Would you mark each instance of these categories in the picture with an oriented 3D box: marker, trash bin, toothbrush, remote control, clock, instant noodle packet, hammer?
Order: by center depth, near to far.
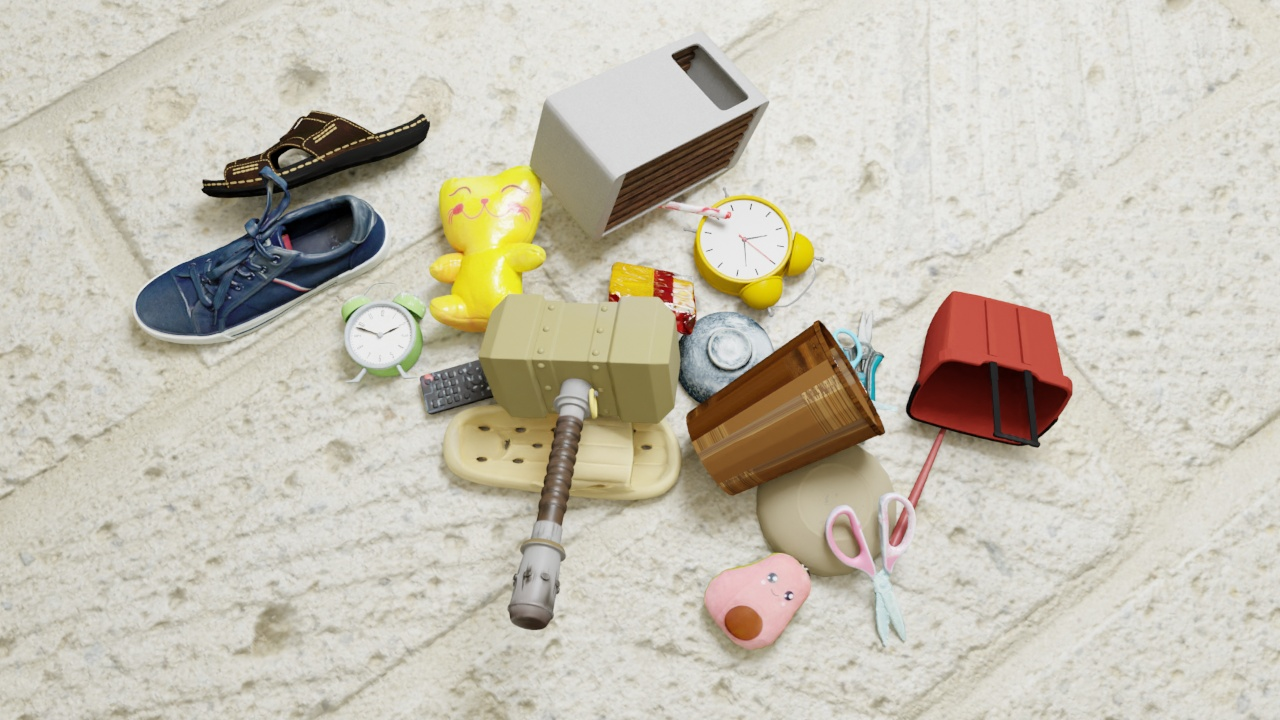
[{"bbox_3d":[-0.074,0.092,0.864,0.190,0.101,0.324,2,52,9],"label":"hammer"},{"bbox_3d":[0.311,0.123,0.993,0.016,0.016,0.189,32,68,0],"label":"toothbrush"},{"bbox_3d":[0.013,-0.071,1.003,0.098,0.135,0.040,14,113,-5],"label":"instant noodle packet"},{"bbox_3d":[0.010,-0.250,1.013,0.228,0.115,0.114,-33,76,-28],"label":"trash bin"},{"bbox_3d":[-0.169,0.020,1.029,0.150,0.022,0.047,-15,77,-2],"label":"remote control"},{"bbox_3d":[-0.288,-0.031,1.029,0.094,0.042,0.119,-3,76,-2],"label":"clock"},{"bbox_3d":[0.129,-0.124,1.051,0.152,0.052,0.113,41,79,13],"label":"clock"},{"bbox_3d":[0.038,-0.178,1.057,0.142,0.013,0.012,14,75,25],"label":"marker"}]

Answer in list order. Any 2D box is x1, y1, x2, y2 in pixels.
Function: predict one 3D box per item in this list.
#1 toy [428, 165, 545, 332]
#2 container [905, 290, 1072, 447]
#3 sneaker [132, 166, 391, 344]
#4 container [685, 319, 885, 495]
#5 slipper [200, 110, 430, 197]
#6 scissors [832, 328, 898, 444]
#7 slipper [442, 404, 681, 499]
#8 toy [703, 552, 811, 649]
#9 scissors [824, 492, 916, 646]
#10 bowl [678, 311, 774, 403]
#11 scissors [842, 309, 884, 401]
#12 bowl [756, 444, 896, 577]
[{"bbox_3d":[-0.163,-0.121,1.032,0.135,0.087,0.193,-7,72,15],"label":"toy"},{"bbox_3d":[0.361,0.035,0.953,0.148,0.127,0.200,14,53,3],"label":"container"},{"bbox_3d":[-0.430,-0.114,1.009,0.294,0.127,0.120,-24,79,-4],"label":"sneaker"},{"bbox_3d":[0.144,0.057,0.949,0.167,0.132,0.132,-31,77,16],"label":"container"},{"bbox_3d":[-0.376,-0.247,1.054,0.267,0.113,0.076,-20,103,-7],"label":"slipper"},{"bbox_3d":[0.212,0.033,1.017,0.134,0.015,0.135,-15,65,12],"label":"scissors"},{"bbox_3d":[-0.085,0.087,0.984,0.261,0.079,0.111,2,72,1],"label":"slipper"},{"bbox_3d":[0.125,0.244,0.956,0.110,0.051,0.090,-39,80,-5],"label":"toy"},{"bbox_3d":[0.262,0.217,0.949,0.103,0.016,0.179,-24,102,2],"label":"scissors"},{"bbox_3d":[0.097,-0.006,1.016,0.114,0.061,0.114,0,76,-1],"label":"bowl"},{"bbox_3d":[0.250,0.018,1.031,0.127,0.019,0.142,-32,71,-2],"label":"scissors"},{"bbox_3d":[0.203,0.153,0.981,0.152,0.050,0.152,0,76,0],"label":"bowl"}]
